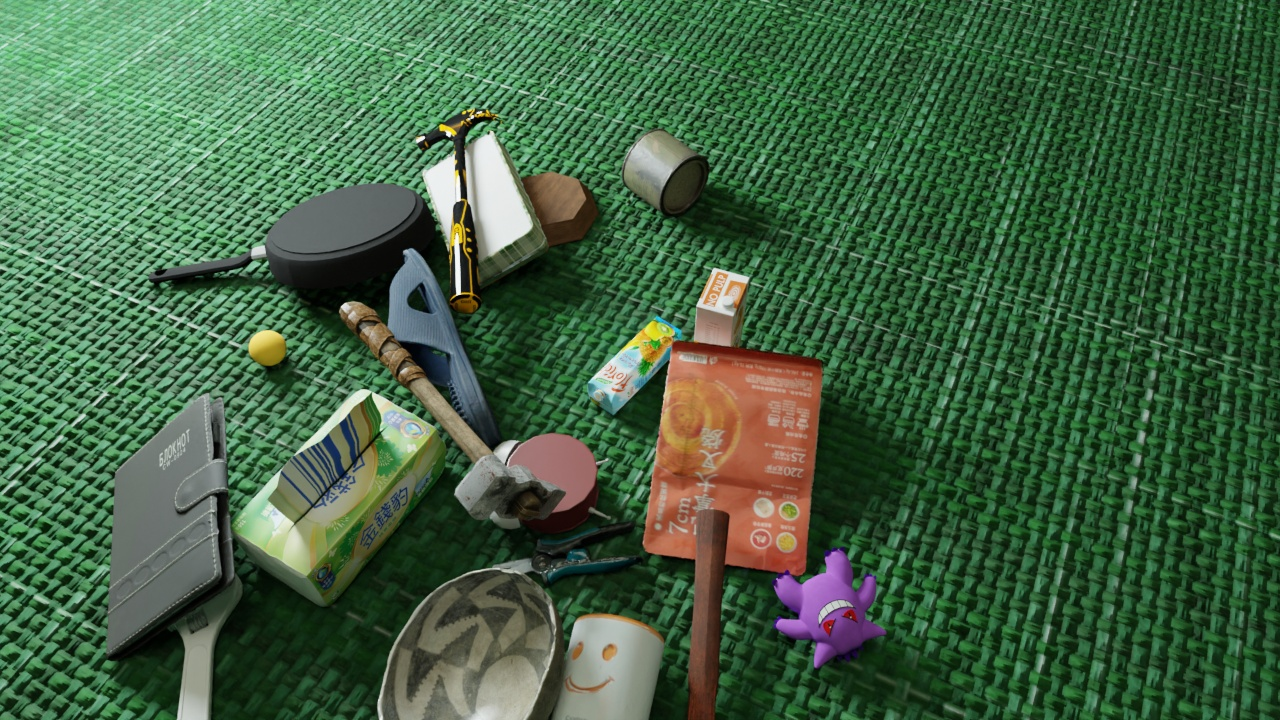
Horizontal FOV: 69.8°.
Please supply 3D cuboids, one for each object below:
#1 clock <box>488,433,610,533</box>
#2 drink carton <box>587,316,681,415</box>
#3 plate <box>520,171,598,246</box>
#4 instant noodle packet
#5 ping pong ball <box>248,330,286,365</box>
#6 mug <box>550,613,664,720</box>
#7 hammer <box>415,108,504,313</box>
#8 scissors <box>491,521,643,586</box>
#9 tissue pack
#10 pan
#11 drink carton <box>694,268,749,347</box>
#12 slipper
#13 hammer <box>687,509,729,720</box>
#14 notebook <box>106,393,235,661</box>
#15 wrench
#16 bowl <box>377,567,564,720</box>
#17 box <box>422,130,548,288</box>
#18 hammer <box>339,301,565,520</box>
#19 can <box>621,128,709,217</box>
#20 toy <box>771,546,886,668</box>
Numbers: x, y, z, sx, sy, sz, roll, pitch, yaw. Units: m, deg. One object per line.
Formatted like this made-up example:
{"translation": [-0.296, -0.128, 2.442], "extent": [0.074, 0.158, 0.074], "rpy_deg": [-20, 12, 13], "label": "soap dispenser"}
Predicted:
{"translation": [-0.100, 0.124, 0.928], "extent": [0.137, 0.048, 0.096], "rpy_deg": [-2, 52, -1], "label": "clock"}
{"translation": [-0.006, 0.006, 1.024], "extent": [0.044, 0.039, 0.128], "rpy_deg": [33, 60, 23], "label": "drink carton"}
{"translation": [-0.120, -0.202, 1.193], "extent": [0.131, 0.025, 0.131], "rpy_deg": [0, 52, 0], "label": "plate"}
{"translation": [0.097, 0.101, 0.938], "extent": [0.164, 0.084, 0.220], "rpy_deg": [8, 62, 1], "label": "instant noodle packet"}
{"translation": [-0.423, -0.014, 1.041], "extent": [0.040, 0.040, 0.040], "rpy_deg": [0, 52, 0], "label": "ping pong ball"}
{"translation": [-0.029, 0.283, 0.785], "extent": [0.082, 0.082, 0.105], "rpy_deg": [10, 54, 7], "label": "mug"}
{"translation": [-0.213, -0.189, 1.110], "extent": [0.123, 0.036, 0.320], "rpy_deg": [-19, 54, 13], "label": "hammer"}
{"translation": [-0.066, 0.193, 0.894], "extent": [0.144, 0.019, 0.126], "rpy_deg": [23, 56, 19], "label": "scissors"}
{"translation": [-0.290, 0.112, 0.879], "extent": [0.120, 0.142, 0.197], "rpy_deg": [20, 55, 15], "label": "tissue pack"}
{"translation": [-0.429, -0.144, 1.117], "extent": [0.355, 0.044, 0.203], "rpy_deg": [-10, 36, 0], "label": "pan"}
{"translation": [0.087, -0.039, 1.005], "extent": [0.040, 0.123, 0.058], "rpy_deg": [17, 54, 13], "label": "drink carton"}
{"translation": [-0.231, -0.005, 1.005], "extent": [0.082, 0.101, 0.263], "rpy_deg": [-24, 62, -9], "label": "slipper"}
{"translation": [0.057, 0.273, 0.811], "extent": [0.111, 0.028, 0.299], "rpy_deg": [5, 58, 3], "label": "hammer"}
{"translation": [-0.449, 0.152, 0.873], "extent": [0.170, 0.029, 0.208], "rpy_deg": [-35, 55, 18], "label": "notebook"}
{"translation": [-0.393, 0.306, 0.811], "extent": [0.066, 0.018, 0.272], "rpy_deg": [-9, 54, -7], "label": "wrench"}
{"translation": [-0.130, 0.273, 0.782], "extent": [0.179, 0.081, 0.178], "rpy_deg": [-20, 44, 20], "label": "bowl"}
{"translation": [-0.198, -0.190, 1.153], "extent": [0.118, 0.050, 0.205], "rpy_deg": [-32, 54, 6], "label": "box"}
{"translation": [-0.199, 0.042, 0.890], "extent": [0.319, 0.121, 0.049], "rpy_deg": [42, 98, 28], "label": "hammer"}
{"translation": [0.033, -0.241, 1.182], "extent": [0.089, 0.090, 0.074], "rpy_deg": [-37, 61, -25], "label": "can"}
{"translation": [0.173, 0.230, 0.842], "extent": [0.106, 0.056, 0.088], "rpy_deg": [-24, 59, -5], "label": "toy"}
